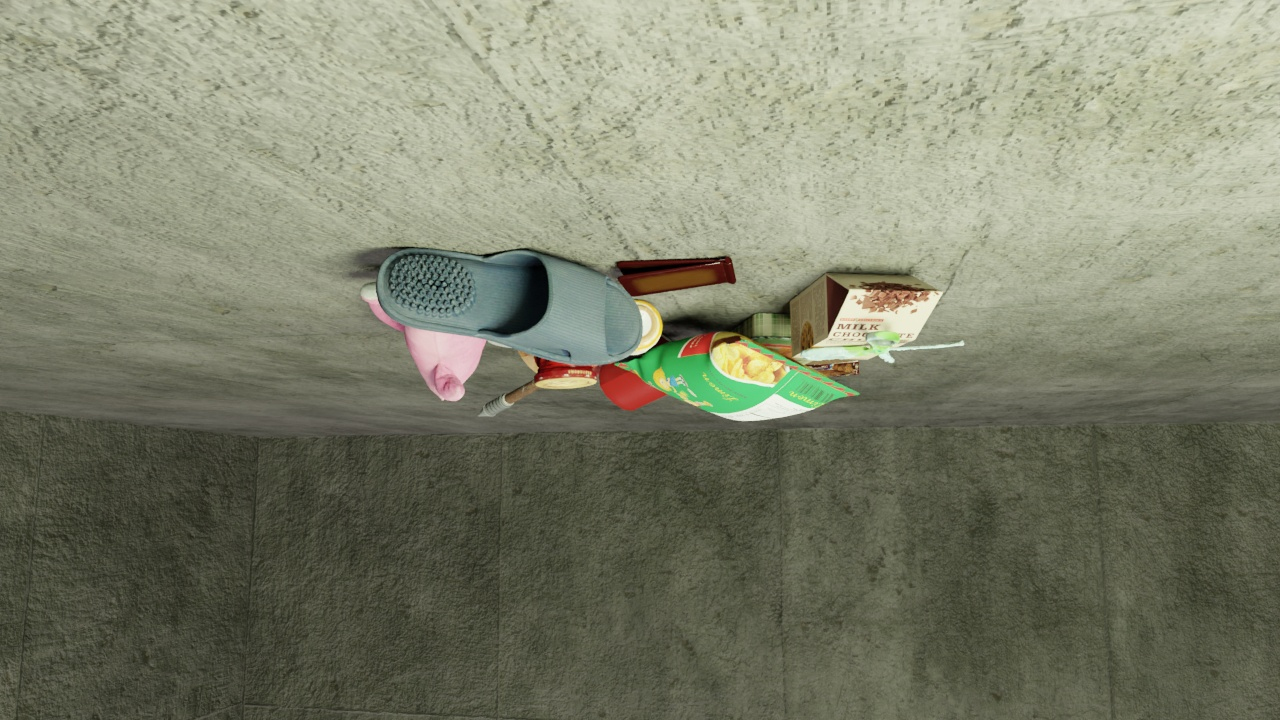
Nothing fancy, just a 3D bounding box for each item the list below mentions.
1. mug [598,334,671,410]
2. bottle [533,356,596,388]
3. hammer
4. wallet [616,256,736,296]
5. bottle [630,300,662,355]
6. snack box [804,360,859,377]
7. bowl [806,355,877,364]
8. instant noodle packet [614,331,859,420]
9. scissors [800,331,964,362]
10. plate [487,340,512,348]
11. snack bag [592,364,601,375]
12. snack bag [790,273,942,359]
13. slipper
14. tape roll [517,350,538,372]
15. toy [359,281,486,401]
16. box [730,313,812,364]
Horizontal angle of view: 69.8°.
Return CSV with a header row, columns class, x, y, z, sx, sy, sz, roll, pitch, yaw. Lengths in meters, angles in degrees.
class,x,y,z,sx,sy,sz,roll,pitch,yaw
mug,-0.008,0.008,1.325,0.116,0.080,0.097,39,135,-26
bottle,-0.081,-0.027,1.036,0.099,0.111,0.099,-4,170,-1
hammer,-0.137,0.028,1.295,0.155,0.043,0.323,0,160,-46
wallet,0.039,-0.088,0.945,0.116,0.018,0.091,-5,170,8
bottle,-0.011,-0.037,1.129,0.063,0.063,0.109,1,173,-10
snack box,0.297,0.002,1.487,0.051,0.031,0.140,-7,169,41
bowl,0.291,-0.017,1.344,0.118,0.030,0.118,-5,173,-1
instant noodle packet,0.116,0.022,1.164,0.195,0.090,0.253,23,161,-32
scissors,0.255,-0.013,0.981,0.172,0.021,0.171,-8,166,20
plate,-0.139,-0.036,1.261,0.230,0.021,0.230,0,172,0
snack bag,-0.055,0.002,1.420,0.224,0.041,0.077,6,-173,-30
snack bag,0.238,-0.052,0.996,0.094,0.070,0.206,1,171,-7
slipper,-0.113,-0.063,0.870,0.263,0.101,0.083,9,162,-19
tape roll,-0.111,-0.021,1.131,0.094,0.094,0.027,-8,-153,42
toy,-0.221,-0.019,1.038,0.186,0.127,0.266,4,166,-4
box,0.185,-0.022,1.270,0.117,0.050,0.206,1,171,-10
